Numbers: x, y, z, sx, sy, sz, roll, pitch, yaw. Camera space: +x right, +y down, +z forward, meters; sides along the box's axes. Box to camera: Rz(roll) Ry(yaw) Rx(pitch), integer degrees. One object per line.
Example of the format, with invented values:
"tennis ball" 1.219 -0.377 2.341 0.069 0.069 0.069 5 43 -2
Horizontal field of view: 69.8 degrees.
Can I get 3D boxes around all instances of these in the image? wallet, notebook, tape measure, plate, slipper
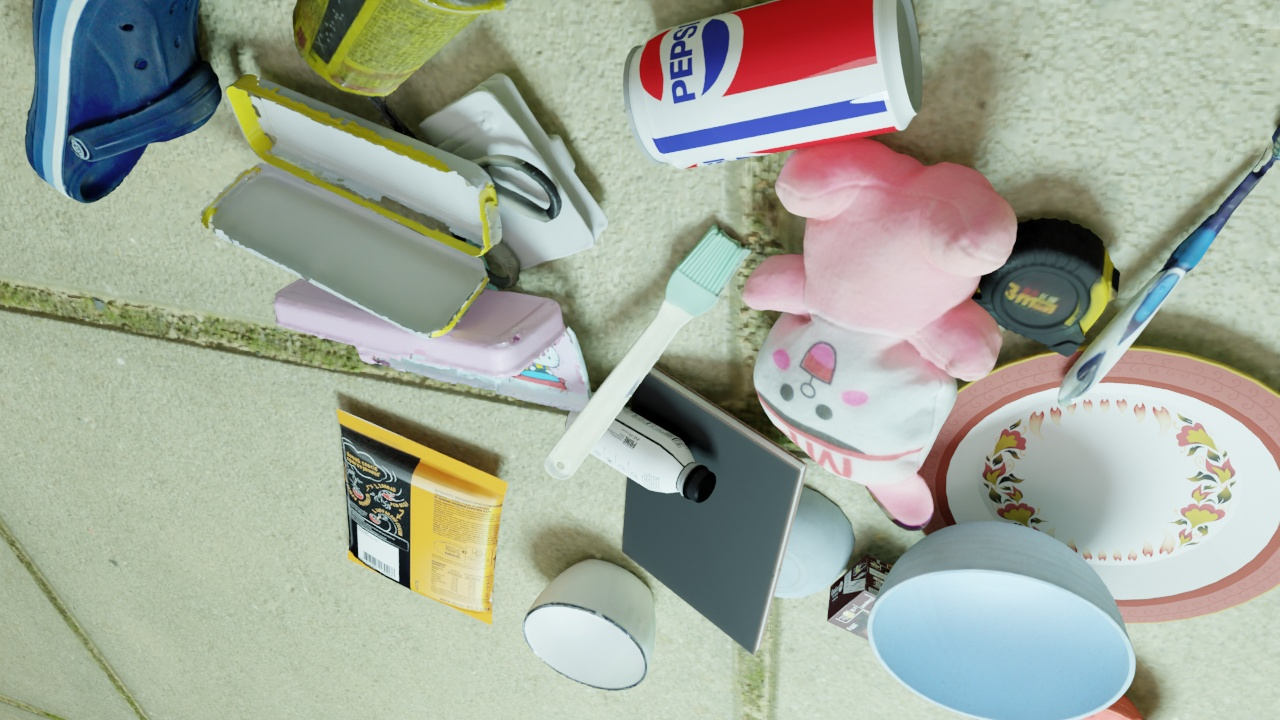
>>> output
"wallet" -0.076 -0.114 0.561 0.086 0.032 0.116 -7 127 42
"notebook" 0.043 0.112 0.668 0.141 0.008 0.210 33 138 29
"tape measure" 0.211 -0.044 0.482 0.067 0.038 0.063 24 141 8
"plate" 0.282 0.079 0.561 0.230 0.021 0.230 13 131 15
"slipper" -0.303 -0.176 0.562 0.095 0.104 0.254 41 136 -13

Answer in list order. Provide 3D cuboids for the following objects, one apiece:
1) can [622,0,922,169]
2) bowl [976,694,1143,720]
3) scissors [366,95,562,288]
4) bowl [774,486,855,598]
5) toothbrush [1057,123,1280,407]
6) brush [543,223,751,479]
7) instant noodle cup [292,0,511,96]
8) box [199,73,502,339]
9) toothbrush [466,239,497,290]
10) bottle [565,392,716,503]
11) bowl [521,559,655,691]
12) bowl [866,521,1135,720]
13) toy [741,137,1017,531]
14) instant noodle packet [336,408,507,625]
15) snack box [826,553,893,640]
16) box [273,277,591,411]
"can" 0.064 -0.137 0.447 0.132 0.070 0.070 -4 125 27
"bowl" 0.321 0.275 0.690 0.130 0.045 0.131 13 131 15
"scissors" -0.114 -0.107 0.560 0.158 0.012 0.169 9 137 30
"bowl" 0.102 0.140 0.681 0.106 0.039 0.106 13 131 15
"toothbrush" 0.265 -0.045 0.451 0.016 0.017 0.189 30 125 7
"brush" -0.004 0.003 0.596 0.033 0.012 0.218 34 117 -5
"instant noodle cup" -0.130 -0.195 0.478 0.102 0.102 0.108 45 140 -15
"box" -0.188 -0.096 0.562 0.210 0.079 0.084 24 147 20
"toothbrush" -0.106 -0.051 0.634 0.017 0.016 0.181 5 130 32
"bottle" 0.001 0.062 0.634 0.116 0.041 0.041 27 138 33
"bowl" -0.038 0.225 0.796 0.116 0.065 0.116 13 131 15
"bowl" 0.225 0.155 0.581 0.151 0.074 0.151 12 131 14
"toy" 0.127 -0.013 0.510 0.142 0.084 0.213 28 133 31
"instant noodle packet" -0.199 0.149 0.829 0.160 0.032 0.221 22 133 9
"snack box" 0.213 0.195 0.672 0.141 0.031 0.051 26 134 -6
"box" -0.141 -0.004 0.628 0.202 0.100 0.103 12 125 25
